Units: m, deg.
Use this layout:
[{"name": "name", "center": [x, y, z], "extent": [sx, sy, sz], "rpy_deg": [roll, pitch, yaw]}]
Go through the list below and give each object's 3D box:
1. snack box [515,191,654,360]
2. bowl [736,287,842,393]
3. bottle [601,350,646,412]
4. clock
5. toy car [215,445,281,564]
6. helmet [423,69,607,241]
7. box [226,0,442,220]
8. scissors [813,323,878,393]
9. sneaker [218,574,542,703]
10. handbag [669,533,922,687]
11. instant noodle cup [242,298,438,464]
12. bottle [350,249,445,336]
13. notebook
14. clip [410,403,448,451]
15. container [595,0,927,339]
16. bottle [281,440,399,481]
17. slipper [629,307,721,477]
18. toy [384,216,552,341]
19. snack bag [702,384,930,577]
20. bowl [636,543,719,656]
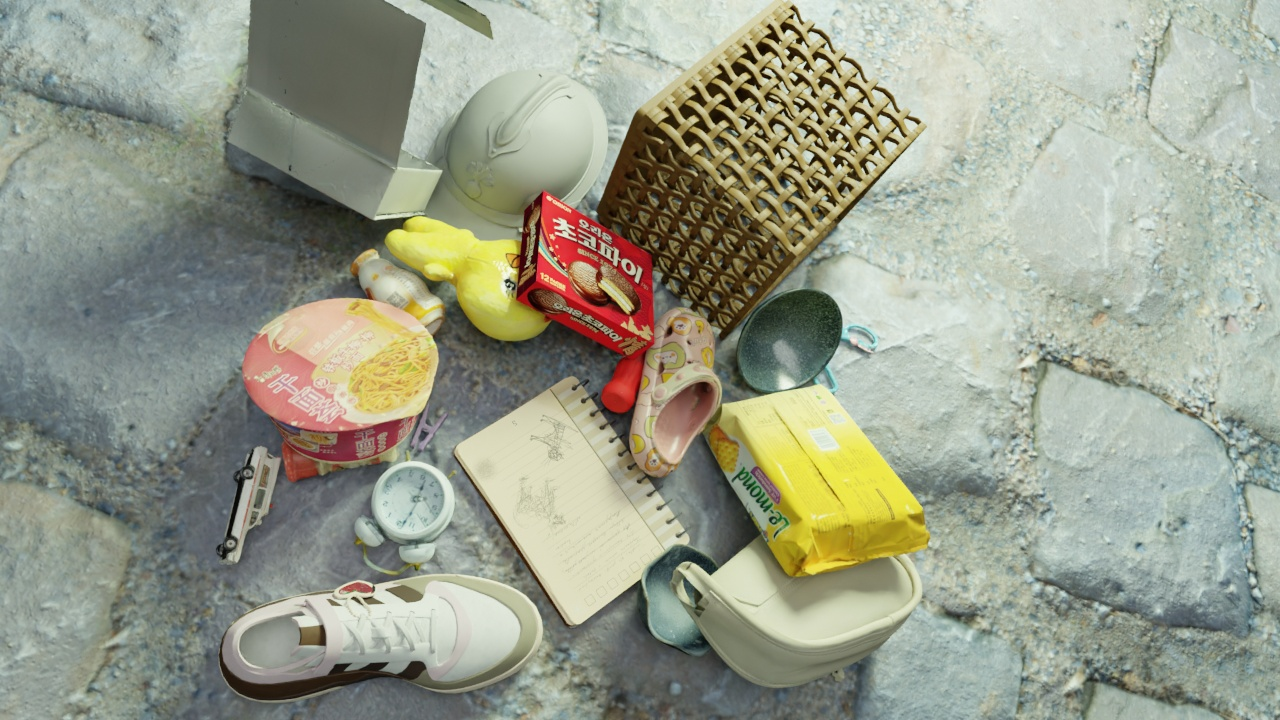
[{"name": "snack box", "center": [-0.056, -0.090, 0.983], "extent": [0.152, 0.036, 0.132], "rpy_deg": [27, 43, -30]}, {"name": "bowl", "center": [0.160, -0.034, 1.061], "extent": [0.137, 0.137, 0.057], "rpy_deg": [-13, 34, -18]}, {"name": "bottle", "center": [-0.006, 0.006, 1.019], "extent": [0.036, 0.036, 0.118], "rpy_deg": [30, 49, -2]}, {"name": "clock", "center": [-0.231, 0.153, 0.906], "extent": [0.083, 0.057, 0.117], "rpy_deg": [23, 74, -5]}, {"name": "toy car", "center": [-0.376, 0.141, 0.885], "extent": [0.039, 0.039, 0.113], "rpy_deg": [18, 66, -31]}, {"name": "helmet", "center": [-0.137, -0.256, 1.045], "extent": [0.183, 0.118, 0.270], "rpy_deg": [37, 68, 1]}, {"name": "box", "center": [-0.282, -0.262, 0.886], "extent": [0.167, 0.331, 0.164], "rpy_deg": [28, 52, -1]}, {"name": "scissors", "center": [0.222, -0.016, 1.108], "extent": [0.135, 0.015, 0.129], "rpy_deg": [14, 66, -3]}, {"name": "sneaker", "center": [-0.230, 0.247, 0.837], "extent": [0.293, 0.117, 0.111], "rpy_deg": [2, 70, -14]}, {"name": "handbag", "center": [0.153, 0.249, 0.941], "extent": [0.184, 0.132, 0.228], "rpy_deg": [44, 39, 22]}, {"name": "instant noodle cup", "center": [-0.289, 0.026, 0.900], "extent": [0.178, 0.078, 0.178], "rpy_deg": [6, 45, -6]}, {"name": "bottle", "center": [-0.260, -0.069, 0.977], "extent": [0.109, 0.063, 0.063], "rpy_deg": [45, 66, 7]}, {"name": "notebook", "center": [-0.068, 0.140, 0.969], "extent": [0.167, 0.024, 0.225], "rpy_deg": [-32, 81, -21]}, {"name": "clip", "center": [-0.225, 0.070, 0.961], "extent": [0.032, 0.013, 0.051], "rpy_deg": [29, 69, -1]}, {"name": "container", "center": [0.126, -0.212, 1.039], "extent": [0.214, 0.220, 0.251], "rpy_deg": [44, 66, 4]}, {"name": "bottle", "center": [-0.299, 0.091, 0.918], "extent": [0.109, 0.044, 0.044], "rpy_deg": [-10, 73, -18]}, {"name": "slipper", "center": [0.051, 0.033, 0.991], "extent": [0.093, 0.082, 0.196], "rpy_deg": [40, 56, -42]}, {"name": "toy", "center": [-0.170, -0.089, 0.982], "extent": [0.207, 0.092, 0.133], "rpy_deg": [35, 34, -7]}, {"name": "snack bag", "center": [0.182, 0.117, 0.961], "extent": [0.159, 0.068, 0.247], "rpy_deg": [-7, 40, -21]}, {"name": "bowl", "center": [0.035, 0.245, 0.932], "extent": [0.110, 0.055, 0.110], "rpy_deg": [16, 60, -30]}]
